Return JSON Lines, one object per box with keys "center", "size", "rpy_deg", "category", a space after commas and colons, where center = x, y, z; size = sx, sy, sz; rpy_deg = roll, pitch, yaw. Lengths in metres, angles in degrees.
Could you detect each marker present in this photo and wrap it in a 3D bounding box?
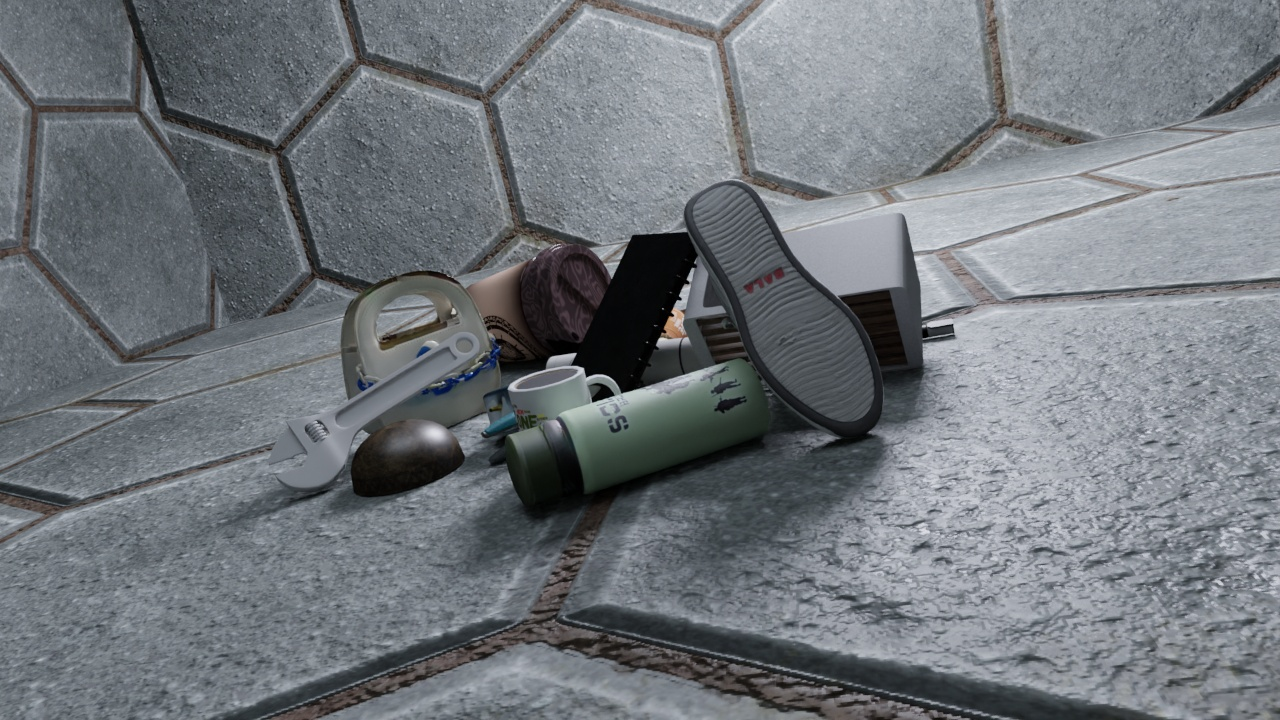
{"center": [0.286, -0.026, 1.053], "size": [0.141, 0.016, 0.016], "rpy_deg": [-10, 13, 15], "category": "marker"}

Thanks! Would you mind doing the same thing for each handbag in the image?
{"center": [-0.272, -0.010, 1.144], "size": [0.093, 0.200, 0.200], "rpy_deg": [6, 25, 46], "category": "handbag"}

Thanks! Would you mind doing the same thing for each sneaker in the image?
{"center": [0.127, -0.036, 0.847], "size": [0.097, 0.263, 0.129], "rpy_deg": [-31, -17, -1], "category": "sneaker"}

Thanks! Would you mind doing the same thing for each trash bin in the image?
{"center": [0.176, -0.059, 0.985], "size": [0.229, 0.114, 0.114], "rpy_deg": [-8, 44, 23], "category": "trash bin"}

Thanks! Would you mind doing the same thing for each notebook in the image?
{"center": [-0.015, -0.041, 1.053], "size": [0.019, 0.231, 0.169], "rpy_deg": [28, -7, -27], "category": "notebook"}

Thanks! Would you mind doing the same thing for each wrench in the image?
{"center": [-0.293, 0.054, 1.048], "size": [0.272, 0.086, 0.018], "rpy_deg": [-34, -14, -24], "category": "wrench"}

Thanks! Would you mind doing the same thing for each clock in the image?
{"center": [-0.131, 0.052, 1.043], "size": [0.090, 0.052, 0.129], "rpy_deg": [-17, -3, -1], "category": "clock"}

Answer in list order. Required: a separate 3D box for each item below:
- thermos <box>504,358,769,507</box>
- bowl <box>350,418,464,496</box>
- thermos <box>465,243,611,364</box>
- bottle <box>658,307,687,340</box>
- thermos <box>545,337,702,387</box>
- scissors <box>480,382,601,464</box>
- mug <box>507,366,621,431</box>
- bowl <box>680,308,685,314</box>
{"center": [-0.005, 0.067, 0.818], "size": [0.231, 0.082, 0.082], "rpy_deg": [-17, 13, -15], "category": "thermos"}
{"center": [-0.256, 0.095, 0.986], "size": [0.121, 0.056, 0.121], "rpy_deg": [-13, 13, 3], "category": "bowl"}
{"center": [-0.173, -0.075, 1.420], "size": [0.227, 0.173, 0.172], "rpy_deg": [-12, 11, 34], "category": "thermos"}
{"center": [0.033, -0.029, 1.224], "size": [0.059, 0.059, 0.167], "rpy_deg": [-11, 13, 8], "category": "bottle"}
{"center": [-0.007, 0.007, 1.126], "size": [0.224, 0.052, 0.052], "rpy_deg": [-8, 14, 22], "category": "thermos"}
{"center": [-0.105, 0.064, 0.975], "size": [0.132, 0.148, 0.019], "rpy_deg": [20, 7, -45], "category": "scissors"}
{"center": [-0.067, 0.055, 0.890], "size": [0.105, 0.089, 0.073], "rpy_deg": [-15, 13, -10], "category": "mug"}
{"center": [0.072, -0.057, 1.381], "size": [0.102, 0.026, 0.114], "rpy_deg": [-16, 12, -8], "category": "bowl"}
